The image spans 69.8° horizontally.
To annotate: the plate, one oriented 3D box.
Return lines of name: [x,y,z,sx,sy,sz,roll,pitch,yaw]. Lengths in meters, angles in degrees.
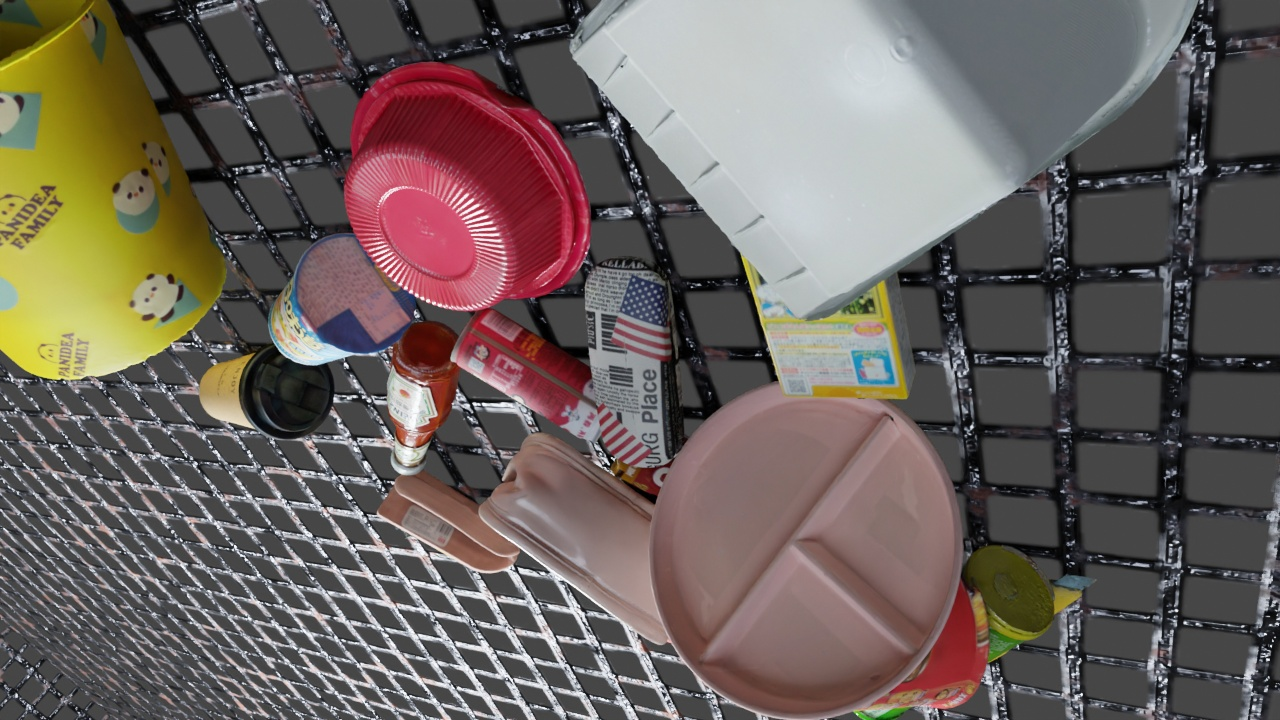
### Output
plate: [0.107,0.124,0.630,0.230,0.229,0.028,-7,160,34]

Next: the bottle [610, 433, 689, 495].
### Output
bottle: [0.065,0.105,0.733,0.175,0.057,0.058,28,138,2]

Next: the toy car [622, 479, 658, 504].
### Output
toy car: [0.027,0.116,0.783,0.090,0.034,0.043,26,141,7]

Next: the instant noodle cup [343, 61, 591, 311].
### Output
instant noodle cup: [-0.133,-0.105,0.640,0.194,0.065,0.194,16,135,16]

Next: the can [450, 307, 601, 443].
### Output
can: [-0.080,0.012,0.728,0.133,0.053,0.053,31,138,0]

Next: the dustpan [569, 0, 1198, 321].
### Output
dustpan: [0.121,-0.163,0.456,0.222,0.142,0.258,48,160,-9]

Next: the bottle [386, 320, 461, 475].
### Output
bottle: [-0.200,0.043,0.823,0.060,0.059,0.207,29,142,1]

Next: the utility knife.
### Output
utility knife: [0.300,0.207,0.729,0.033,0.015,0.172,25,137,-2]

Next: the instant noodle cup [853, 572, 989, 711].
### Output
instant noodle cup: [0.166,0.195,0.676,0.108,0.137,0.138,-2,144,-24]

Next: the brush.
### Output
brush: [-0.189,0.166,0.931,0.145,0.063,0.073,32,148,-2]

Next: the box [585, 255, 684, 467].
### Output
box: [-0.002,0.003,0.669,0.068,0.051,0.164,0,114,8]

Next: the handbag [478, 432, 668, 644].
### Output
handbag: [-0.060,0.161,0.828,0.193,0.093,0.235,38,160,-9]

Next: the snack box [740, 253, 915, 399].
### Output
snack box: [0.120,-0.036,0.586,0.087,0.033,0.140,0,131,30]

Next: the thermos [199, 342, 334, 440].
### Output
thermos: [-0.365,0.029,0.887,0.143,0.092,0.093,-1,130,40]

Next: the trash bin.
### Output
trash bin: [-0.455,-0.136,0.685,0.230,0.228,0.256,13,140,19]

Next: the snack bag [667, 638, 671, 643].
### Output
snack bag: [-0.001,0.254,0.929,0.104,0.048,0.026,32,97,-4]

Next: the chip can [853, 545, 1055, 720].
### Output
chip can: [0.236,0.229,0.744,0.072,0.072,0.222,29,138,1]

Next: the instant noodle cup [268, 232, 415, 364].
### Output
instant noodle cup: [-0.254,-0.042,0.754,0.099,0.099,0.110,49,143,-19]
